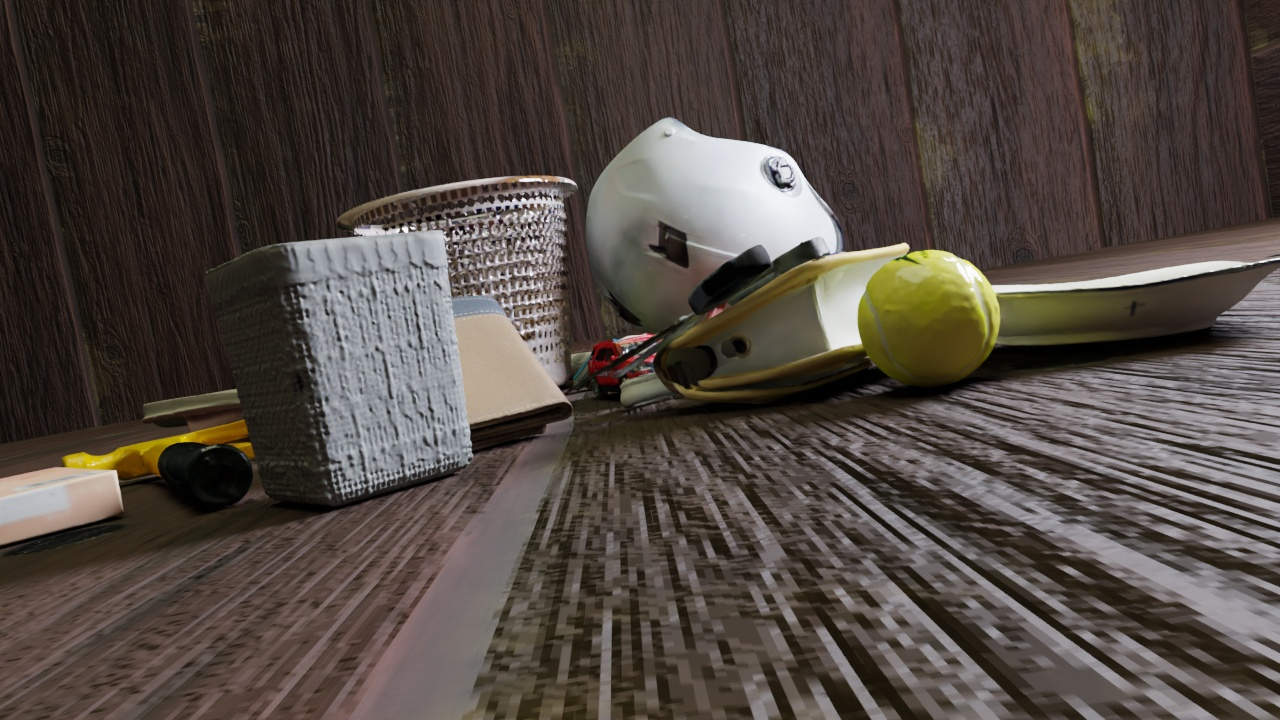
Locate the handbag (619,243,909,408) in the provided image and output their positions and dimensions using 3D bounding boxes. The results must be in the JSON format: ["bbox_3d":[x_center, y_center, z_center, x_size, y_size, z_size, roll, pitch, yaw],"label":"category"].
[{"bbox_3d":[0.077,-0.005,0.559,0.179,0.063,0.163,-26,-7,35],"label":"handbag"}]

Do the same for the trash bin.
[{"bbox_3d":[-0.155,-0.058,0.875,0.227,0.192,0.227,-10,3,0],"label":"trash bin"}]

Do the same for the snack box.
[{"bbox_3d":[-0.361,0.084,0.522,0.084,0.026,0.158,-13,4,-42],"label":"snack box"}]

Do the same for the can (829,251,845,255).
[{"bbox_3d":[0.141,-0.041,0.697,0.049,0.074,0.148,-8,-5,20],"label":"can"}]

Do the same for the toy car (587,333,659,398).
[{"bbox_3d":[-0.004,0.004,0.670,0.052,0.045,0.121,-13,6,-21],"label":"toy car"}]

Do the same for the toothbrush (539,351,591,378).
[{"bbox_3d":[-0.044,0.003,0.968,0.222,0.026,0.026,-7,-28,41],"label":"toothbrush"}]

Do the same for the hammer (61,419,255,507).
[{"bbox_3d":[-0.290,0.065,0.582,0.128,0.033,0.301,-14,4,-33],"label":"hammer"}]

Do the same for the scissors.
[{"bbox_3d":[0.030,-0.025,0.514,0.159,0.014,0.179,-25,-8,-14],"label":"scissors"}]

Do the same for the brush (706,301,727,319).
[{"bbox_3d":[0.102,-0.034,0.777,0.063,0.069,0.145,-8,4,45],"label":"brush"}]

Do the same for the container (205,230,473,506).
[{"bbox_3d":[-0.139,0.004,0.436,0.090,0.114,0.090,-13,5,-41],"label":"container"}]

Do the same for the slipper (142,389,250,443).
[{"bbox_3d":[-0.366,0.051,0.879,0.275,0.054,0.114,-6,5,24],"label":"slipper"}]

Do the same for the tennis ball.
[{"bbox_3d":[0.137,-0.020,0.438,0.065,0.065,0.065,-10,3,0],"label":"tennis ball"}]

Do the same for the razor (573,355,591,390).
[{"bbox_3d":[0.001,0.001,0.831,0.132,0.028,0.043,-15,-27,-39],"label":"razor"}]

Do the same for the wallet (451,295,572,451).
[{"bbox_3d":[-0.104,0.006,0.544,0.090,0.033,0.115,-13,41,-30],"label":"wallet"}]

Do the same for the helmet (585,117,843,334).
[{"bbox_3d":[0.064,-0.092,0.893,0.258,0.145,0.230,26,-38,-12],"label":"helmet"}]

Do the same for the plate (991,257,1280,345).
[{"bbox_3d":[0.250,-0.031,0.506,0.164,0.034,0.163,-5,4,16],"label":"plate"}]
